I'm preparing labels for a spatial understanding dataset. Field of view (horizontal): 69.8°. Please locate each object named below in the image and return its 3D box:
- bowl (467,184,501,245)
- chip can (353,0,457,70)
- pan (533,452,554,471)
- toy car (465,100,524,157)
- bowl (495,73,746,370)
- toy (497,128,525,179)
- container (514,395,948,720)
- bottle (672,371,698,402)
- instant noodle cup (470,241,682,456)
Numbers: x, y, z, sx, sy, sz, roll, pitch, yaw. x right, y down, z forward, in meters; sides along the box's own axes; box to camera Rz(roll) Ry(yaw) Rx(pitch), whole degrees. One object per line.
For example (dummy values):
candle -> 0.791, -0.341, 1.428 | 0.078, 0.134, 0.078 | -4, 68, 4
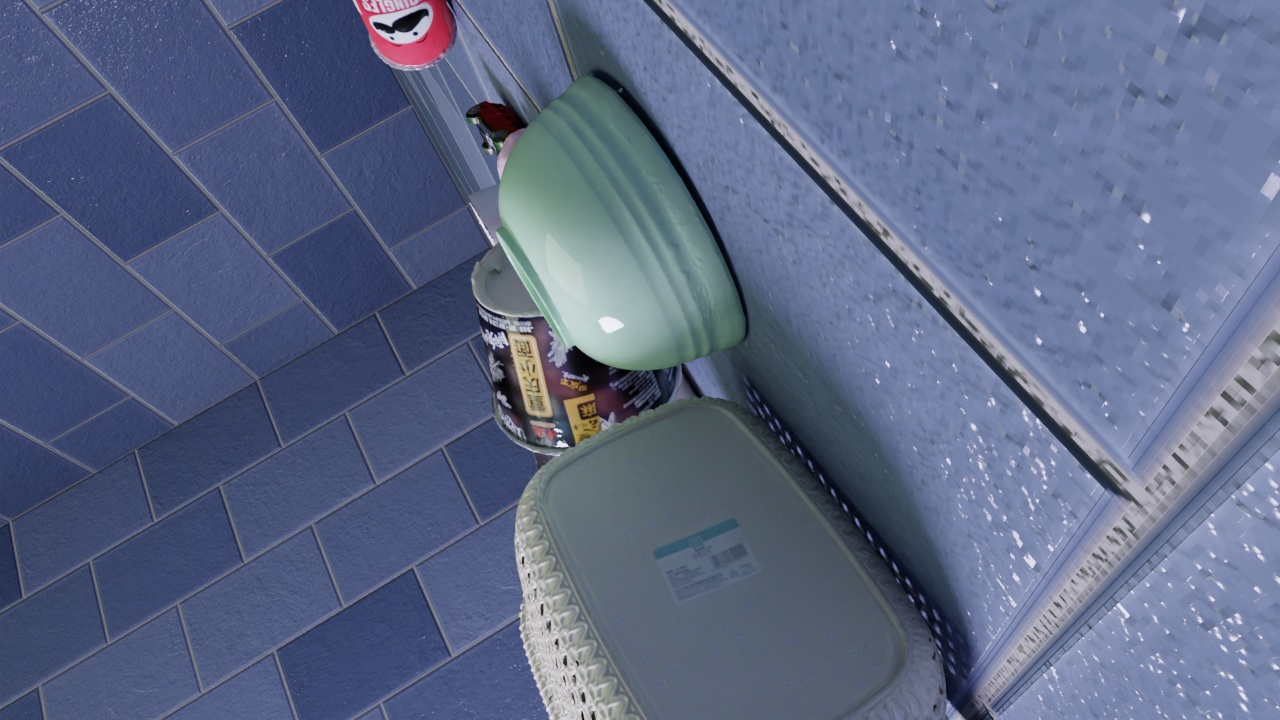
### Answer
bowl -> -0.120, -0.131, 0.936 | 0.116, 0.065, 0.116 | 58, 174, 9
chip can -> -0.187, -0.297, 0.650 | 0.073, 0.073, 0.233 | 58, 173, 9
pan -> -0.041, 0.148, 0.717 | 0.208, 0.040, 0.356 | 100, 154, -62
toy car -> -0.112, -0.182, 0.754 | 0.091, 0.036, 0.042 | 55, 172, 44
bowl -> -0.020, -0.053, 0.445 | 0.151, 0.077, 0.151 | 57, 173, 10
toy -> -0.079, -0.137, 0.670 | 0.110, 0.047, 0.063 | -129, 18, -74
container -> 0.038, 0.138, 0.462 | 0.246, 0.184, 0.143 | 52, 161, 41
bottle -> 0.040, 0.070, 0.677 | 0.146, 0.051, 0.051 | 58, 174, 7
instant noodle cup -> -0.047, -0.023, 0.618 | 0.137, 0.137, 0.112 | 53, 162, 47
